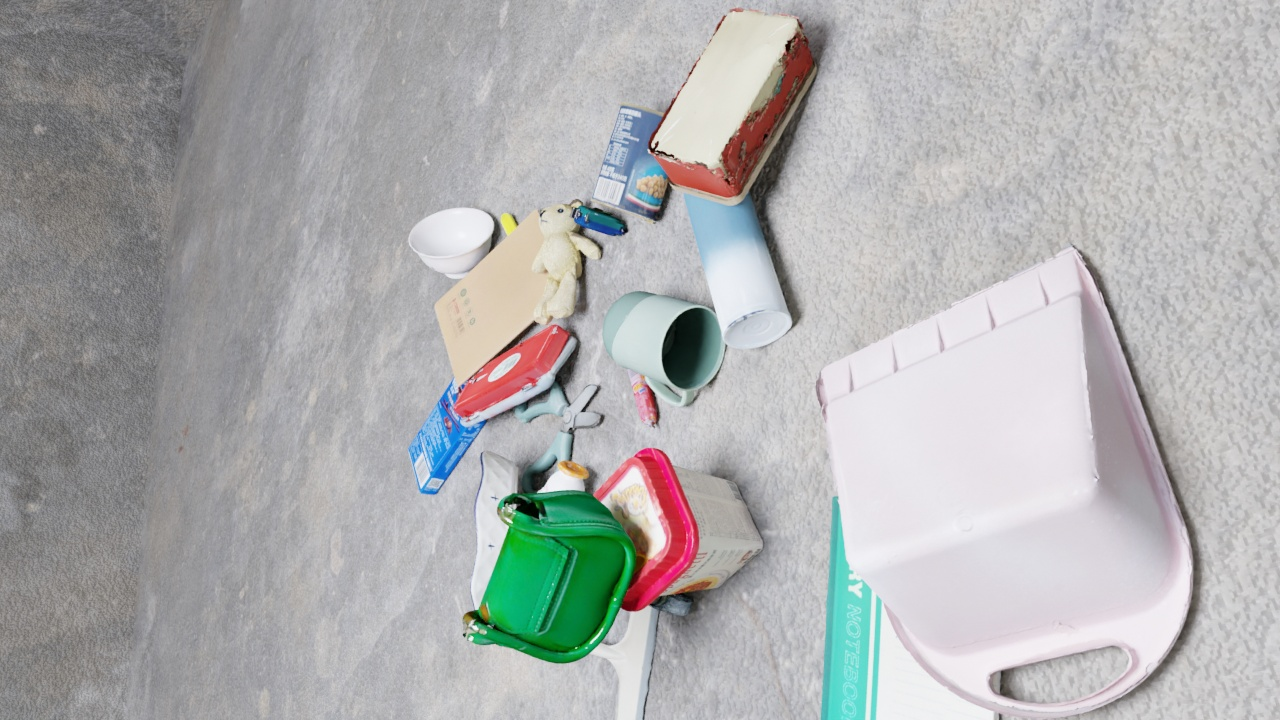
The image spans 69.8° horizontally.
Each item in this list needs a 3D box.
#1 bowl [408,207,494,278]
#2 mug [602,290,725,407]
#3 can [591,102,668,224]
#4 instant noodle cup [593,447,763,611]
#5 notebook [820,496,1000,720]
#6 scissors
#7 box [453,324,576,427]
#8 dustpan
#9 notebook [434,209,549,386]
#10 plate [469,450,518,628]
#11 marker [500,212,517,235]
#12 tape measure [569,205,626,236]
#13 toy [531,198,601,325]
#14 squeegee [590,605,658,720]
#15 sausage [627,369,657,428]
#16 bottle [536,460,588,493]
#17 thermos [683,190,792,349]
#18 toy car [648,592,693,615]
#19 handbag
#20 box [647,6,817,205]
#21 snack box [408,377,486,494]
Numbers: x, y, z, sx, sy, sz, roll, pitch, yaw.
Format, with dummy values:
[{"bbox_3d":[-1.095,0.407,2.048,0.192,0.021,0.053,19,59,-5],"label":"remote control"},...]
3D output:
[{"bbox_3d":[-0.255,-0.154,1.275,0.118,0.118,0.065,52,158,44],"label":"bowl"},{"bbox_3d":[0.022,-0.010,0.911,0.106,0.082,0.112,19,127,50],"label":"mug"},{"bbox_3d":[-0.003,-0.211,0.989,0.075,0.075,0.111,27,102,50],"label":"can"},{"bbox_3d":[0.032,0.151,0.811,0.117,0.124,0.116,-49,47,31],"label":"instant noodle cup"},{"bbox_3d":[0.199,0.209,0.685,0.151,0.012,0.209,-5,77,50],"label":"notebook"},{"bbox_3d":[-0.102,0.094,1.072,0.174,0.019,0.177,0,80,49],"label":"scissors"},{"bbox_3d":[-0.154,0.025,1.117,0.202,0.048,0.086,-26,31,44],"label":"box"},{"bbox_3d":[0.246,0.091,0.642,0.223,0.139,0.272,-27,32,36],"label":"dustpan"},{"bbox_3d":[-0.184,-0.081,1.186,0.208,0.008,0.147,-39,53,21],"label":"notebook"},{"bbox_3d":[-0.161,0.203,1.024,0.205,0.045,0.205,-178,92,-84],"label":"plate"},{"bbox_3d":[-0.159,-0.152,1.210,0.018,0.015,0.124,-47,51,22],"label":"marker"},{"bbox_3d":[-0.049,-0.161,1.046,0.054,0.058,0.025,35,107,53],"label":"tape measure"},{"bbox_3d":[-0.098,-0.116,1.084,0.105,0.066,0.157,-17,60,40],"label":"toy"},{"bbox_3d":[-0.080,0.290,0.976,0.247,0.039,0.246,2,82,51],"label":"squeegee"},{"bbox_3d":[-0.006,0.006,0.978,0.020,0.020,0.155,-42,51,35],"label":"sausage"},{"bbox_3d":[-0.092,0.164,1.003,0.063,0.063,0.108,37,109,48],"label":"bottle"},{"bbox_3d":[0.085,-0.119,0.868,0.070,0.070,0.220,-37,53,39],"label":"thermos"},{"bbox_3d":[-0.005,0.210,0.875,0.121,0.054,0.037,24,88,34],"label":"toy car"},{"bbox_3d":[-0.075,0.174,0.740,0.068,0.120,0.131,38,112,54],"label":"handbag"},{"bbox_3d":[0.084,-0.237,0.837,0.091,0.079,0.168,23,79,33],"label":"box"},{"bbox_3d":[-0.268,0.103,1.261,0.157,0.026,0.084,-52,46,28],"label":"snack box"}]
